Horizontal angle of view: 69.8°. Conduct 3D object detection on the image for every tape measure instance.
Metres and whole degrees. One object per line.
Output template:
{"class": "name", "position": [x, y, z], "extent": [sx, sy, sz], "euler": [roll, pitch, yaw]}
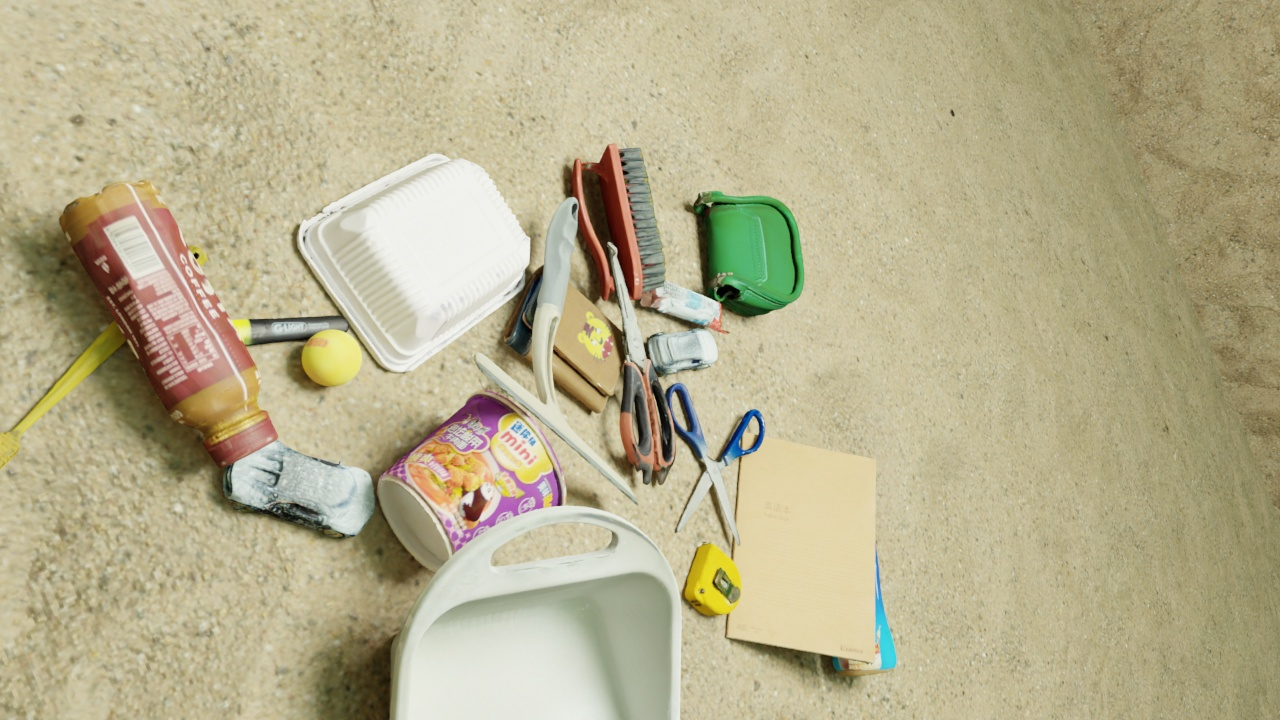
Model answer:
{"class": "tape measure", "position": [0.071, 0.207, 0.853], "extent": [0.057, 0.029, 0.059], "euler": [45, 49, -24]}

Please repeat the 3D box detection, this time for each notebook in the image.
{"class": "notebook", "position": [0.165, 0.184, 0.919], "extent": [0.149, 0.012, 0.211], "euler": [13, 63, -9]}

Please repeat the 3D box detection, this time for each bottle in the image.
{"class": "bottle", "position": [-0.281, -0.019, 0.557], "extent": [0.057, 0.058, 0.175], "euler": [-33, 100, -45]}
{"class": "bottle", "position": [0.220, 0.216, 0.967], "extent": [0.065, 0.065, 0.218], "euler": [8, 70, -42]}

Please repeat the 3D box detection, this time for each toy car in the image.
{"class": "toy car", "position": [0.044, -0.011, 0.908], "extent": [0.090, 0.034, 0.043], "euler": [-7, 77, -47]}
{"class": "toy car", "position": [-0.224, 0.085, 0.614], "extent": [0.105, 0.031, 0.048], "euler": [27, 58, -35]}

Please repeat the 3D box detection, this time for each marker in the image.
{"class": "marker", "position": [-0.258, -0.021, 0.633], "extent": [0.123, 0.015, 0.018], "euler": [-8, 83, -47]}

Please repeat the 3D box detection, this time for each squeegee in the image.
{"class": "squeegee", "position": [-0.070, -0.035, 0.752], "extent": [0.246, 0.039, 0.246], "euler": [49, 33, -52]}

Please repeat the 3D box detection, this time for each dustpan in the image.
{"class": "dustpan", "position": [-0.062, 0.237, 0.609], "extent": [0.222, 0.143, 0.257], "euler": [-3, 72, -30]}

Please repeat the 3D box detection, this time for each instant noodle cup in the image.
{"class": "instant noodle cup", "position": [-0.161, -0.089, 0.721], "extent": [0.138, 0.061, 0.173], "euler": [57, 44, -11]}
{"class": "instant noodle cup", "position": [-0.125, 0.092, 0.659], "extent": [0.099, 0.112, 0.111], "euler": [-36, 100, -38]}

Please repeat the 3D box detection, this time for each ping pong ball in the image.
{"class": "ping pong ball", "position": [-0.217, -0.002, 0.646], "extent": [0.040, 0.040, 0.040], "euler": [18, 63, -39]}

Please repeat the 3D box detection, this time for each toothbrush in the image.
{"class": "toothbrush", "position": [-0.328, -0.007, 0.558], "extent": [0.015, 0.017, 0.189], "euler": [46, 48, -23]}

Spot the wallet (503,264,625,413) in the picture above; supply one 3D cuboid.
{"class": "wallet", "position": [-0.062, -0.019, 0.811], "extent": [0.115, 0.033, 0.090], "euler": [43, 49, -29]}

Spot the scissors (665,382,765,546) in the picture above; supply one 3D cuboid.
{"class": "scissors", "position": [0.071, 0.095, 0.902], "extent": [0.175, 0.012, 0.162], "euler": [-42, 101, -38]}

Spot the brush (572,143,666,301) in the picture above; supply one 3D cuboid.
{"class": "brush", "position": [-0.022, -0.127, 0.874], "extent": [0.069, 0.063, 0.145], "euler": [-10, 82, -14]}

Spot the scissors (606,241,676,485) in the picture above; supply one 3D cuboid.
{"class": "scissors", "position": [-0.011, 0.003, 0.822], "extent": [0.210, 0.015, 0.176], "euler": [56, 40, -36]}

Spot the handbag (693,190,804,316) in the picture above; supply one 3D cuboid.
{"class": "handbag", "position": [0.114, -0.116, 0.989], "extent": [0.120, 0.068, 0.131], "euler": [9, 68, -41]}

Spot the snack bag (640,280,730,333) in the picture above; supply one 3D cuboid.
{"class": "snack bag", "position": [0.045, -0.056, 0.922], "extent": [0.105, 0.026, 0.045], "euler": [19, 48, -24]}
